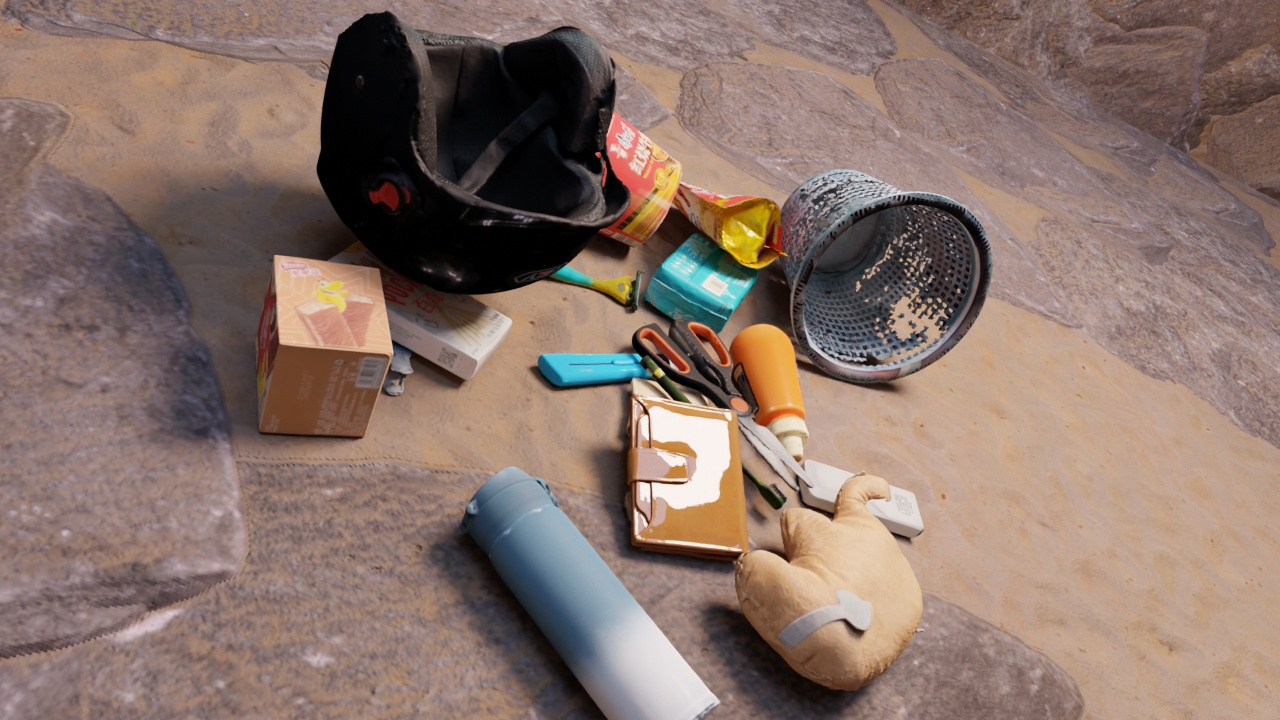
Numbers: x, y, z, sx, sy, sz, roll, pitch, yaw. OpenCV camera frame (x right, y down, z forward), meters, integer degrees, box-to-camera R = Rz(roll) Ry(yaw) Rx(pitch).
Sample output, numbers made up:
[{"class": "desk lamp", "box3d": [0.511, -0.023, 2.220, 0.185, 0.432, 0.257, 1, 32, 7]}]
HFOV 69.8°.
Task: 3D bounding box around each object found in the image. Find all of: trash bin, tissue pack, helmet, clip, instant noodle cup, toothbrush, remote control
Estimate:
[{"class": "trash bin", "box3d": [0.253, -0.118, 1.058, 0.226, 0.227, 0.195, 15, 26, -19]}, {"class": "tissue pack", "box3d": [0.069, -0.084, 1.005, 0.093, 0.050, 0.133, 32, 35, 6]}, {"class": "helmet", "box3d": [-0.142, -0.165, 0.768, 0.232, 0.231, 0.274, -19, 63, -47]}, {"class": "clip", "box3d": [-0.199, 0.003, 0.750, 0.024, 0.026, 0.056, 18, 29, -23]}, {"class": "instant noodle cup", "box3d": [-0.028, -0.195, 1.012, 0.108, 0.138, 0.137, 27, 36, -19]}, {"class": "toothbrush", "box3d": [0.064, 0.062, 0.828, 0.186, 0.012, 0.017, 47, 36, 17]}, {"class": "remote control", "box3d": [0.209, 0.130, 0.871, 0.125, 0.024, 0.049, 19, 38, -15]}]

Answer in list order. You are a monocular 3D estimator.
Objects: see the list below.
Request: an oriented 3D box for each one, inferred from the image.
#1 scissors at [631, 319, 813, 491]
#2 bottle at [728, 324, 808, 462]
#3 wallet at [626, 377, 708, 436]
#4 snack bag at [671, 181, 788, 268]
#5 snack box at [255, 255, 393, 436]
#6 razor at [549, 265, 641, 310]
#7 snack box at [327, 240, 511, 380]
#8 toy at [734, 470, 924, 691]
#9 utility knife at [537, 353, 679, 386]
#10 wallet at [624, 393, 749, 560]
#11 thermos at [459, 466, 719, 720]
[{"class": "scissors", "box3d": [0.069, 0.040, 0.854, 0.161, 0.022, 0.233, 10, 38, -22]}, {"class": "bottle", "box3d": [0.131, 0.036, 0.901, 0.066, 0.067, 0.149, 9, 49, -26]}, {"class": "wallet", "box3d": [0.027, 0.066, 0.826, 0.087, 0.024, 0.115, 22, 38, -19]}, {"class": "snack bag", "box3d": [0.088, -0.172, 1.058, 0.128, 0.073, 0.208, 28, 8, -28]}, {"class": "snack box", "box3d": [-0.236, -0.009, 0.675, 0.077, 0.093, 0.094, 5, 44, -29]}, {"class": "razor", "box3d": [-0.060, -0.087, 0.940, 0.132, 0.028, 0.043, 16, 70, -22]}, {"class": "snack box", "box3d": [-0.197, -0.047, 0.796, 0.157, 0.027, 0.084, 30, 30, -1]}, {"class": "toy", "box3d": [0.169, 0.174, 0.745, 0.143, 0.083, 0.225, 48, 37, 10]}, {"class": "utility knife", "box3d": [-0.005, 0.005, 0.879, 0.202, 0.018, 0.034, -2, 47, -38]}, {"class": "wallet", "box3d": [0.038, 0.096, 0.762, 0.107, 0.031, 0.131, 12, 58, -21]}, {"class": "thermos", "box3d": [-0.039, 0.166, 0.625, 0.070, 0.070, 0.220, -18, 57, -45]}]
